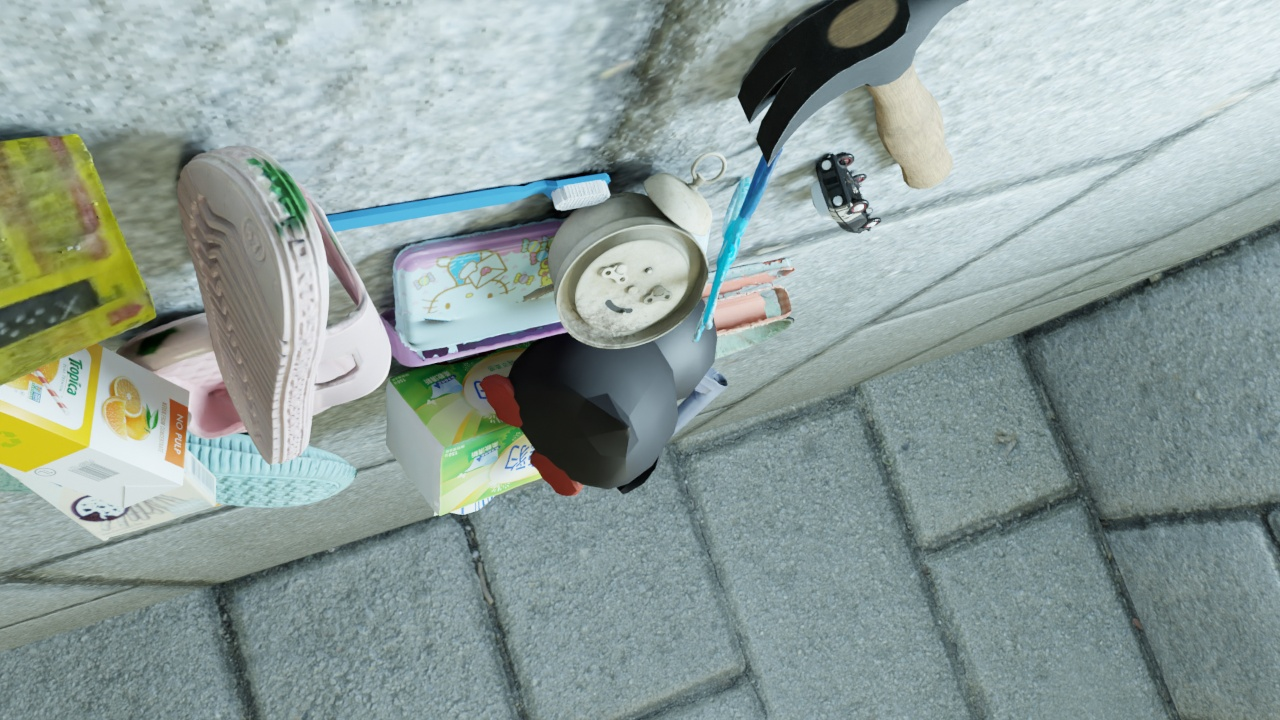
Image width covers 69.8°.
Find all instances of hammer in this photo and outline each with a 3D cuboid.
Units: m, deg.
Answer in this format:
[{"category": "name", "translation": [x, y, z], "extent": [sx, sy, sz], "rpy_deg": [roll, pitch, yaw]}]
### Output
[{"category": "hammer", "translation": [0.151, -0.142, 0.541], "extent": [0.132, 0.040, 0.305], "rpy_deg": [-25, 170, 20]}]

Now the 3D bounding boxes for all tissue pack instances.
[{"category": "tissue pack", "translation": [-0.120, 0.072, 0.820], "extent": [0.197, 0.120, 0.142], "rpy_deg": [-13, 132, -30]}]

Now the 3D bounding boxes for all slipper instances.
[{"category": "slipper", "translation": [-0.345, 0.065, 0.680], "extent": [0.275, 0.069, 0.116], "rpy_deg": [9, 157, -36]}, {"category": "slipper", "translation": [-0.250, 0.013, 0.594], "extent": [0.107, 0.055, 0.222], "rpy_deg": [-20, 169, -3]}, {"category": "slipper", "translation": [-0.161, -0.021, 0.429], "extent": [0.064, 0.094, 0.240], "rpy_deg": [-26, 169, -30]}]

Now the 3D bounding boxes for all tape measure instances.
[{"category": "tape measure", "translation": [-0.148, -0.010, 0.763], "extent": [0.051, 0.019, 0.059], "rpy_deg": [-18, 171, -4]}]

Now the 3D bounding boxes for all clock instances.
[{"category": "clock", "translation": [0.000, -0.070, 0.543], "extent": [0.093, 0.054, 0.141], "rpy_deg": [20, 123, -39]}]

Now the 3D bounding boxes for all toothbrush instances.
[{"category": "toothbrush", "translation": [-0.092, -0.080, 0.484], "extent": [0.166, 0.014, 0.016], "rpy_deg": [-14, 170, -22]}]

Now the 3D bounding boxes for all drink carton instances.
[{"category": "drink carton", "translation": [-0.282, 0.025, 0.455], "extent": [0.040, 0.058, 0.122], "rpy_deg": [-20, 148, 13]}]

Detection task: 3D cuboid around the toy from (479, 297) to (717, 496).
[{"category": "toy", "translation": [-0.004, 0.004, 0.718], "extent": [0.140, 0.159, 0.183], "rpy_deg": [-8, -150, 51]}]

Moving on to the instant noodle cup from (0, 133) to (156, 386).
[{"category": "instant noodle cup", "translation": [-0.229, -0.029, 0.301], "extent": [0.108, 0.102, 0.102], "rpy_deg": [-24, 174, -26]}]

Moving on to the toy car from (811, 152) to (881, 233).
[{"category": "toy car", "translation": [0.143, -0.114, 0.650], "extent": [0.037, 0.040, 0.092], "rpy_deg": [-19, 168, 21]}]

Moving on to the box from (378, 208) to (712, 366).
[{"category": "box", "translation": [-0.061, -0.047, 0.610], "extent": [0.213, 0.062, 0.140], "rpy_deg": [-14, 167, -24]}]

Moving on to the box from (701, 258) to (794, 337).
[{"category": "box", "translation": [0.067, -0.049, 0.848], "extent": [0.186, 0.054, 0.077], "rpy_deg": [-15, 138, -27]}]

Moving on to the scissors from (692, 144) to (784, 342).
[{"category": "scissors", "translation": [0.058, -0.076, 0.548], "extent": [0.013, 0.140, 0.113], "rpy_deg": [24, 146, -5]}]

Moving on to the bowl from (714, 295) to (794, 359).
[{"category": "bowl", "translation": [0.090, -0.035, 1.020], "extent": [0.157, 0.038, 0.157], "rpy_deg": [-18, 171, -3]}]

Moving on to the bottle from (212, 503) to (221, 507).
[{"category": "bottle", "translation": [-0.372, 0.096, 0.807], "extent": [0.108, 0.063, 0.063], "rpy_deg": [-13, 169, -27]}]

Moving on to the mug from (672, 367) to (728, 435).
[{"category": "mug", "translation": [0.007, 0.026, 0.908], "extent": [0.124, 0.083, 0.104], "rpy_deg": [30, 121, -24]}]

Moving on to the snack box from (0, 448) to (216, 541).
[{"category": "snack box", "translation": [-0.343, 0.060, 0.579], "extent": [0.082, 0.026, 0.150], "rpy_deg": [-16, 143, -4]}]
